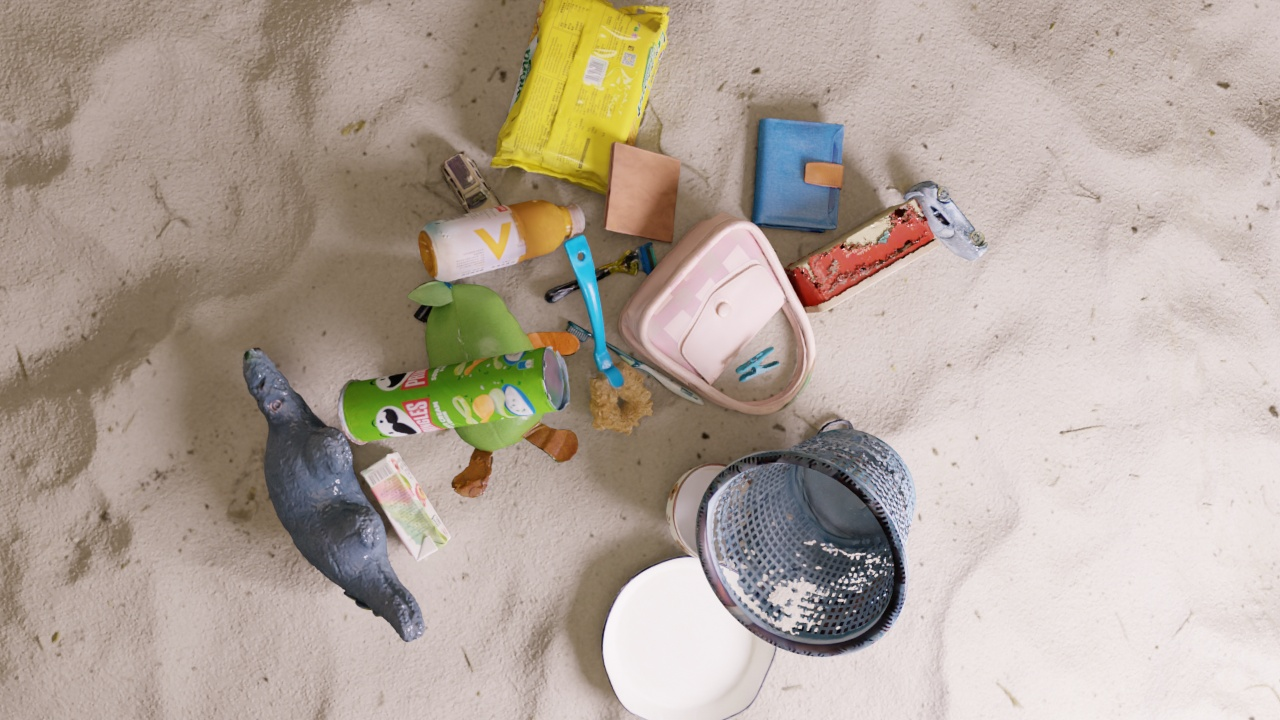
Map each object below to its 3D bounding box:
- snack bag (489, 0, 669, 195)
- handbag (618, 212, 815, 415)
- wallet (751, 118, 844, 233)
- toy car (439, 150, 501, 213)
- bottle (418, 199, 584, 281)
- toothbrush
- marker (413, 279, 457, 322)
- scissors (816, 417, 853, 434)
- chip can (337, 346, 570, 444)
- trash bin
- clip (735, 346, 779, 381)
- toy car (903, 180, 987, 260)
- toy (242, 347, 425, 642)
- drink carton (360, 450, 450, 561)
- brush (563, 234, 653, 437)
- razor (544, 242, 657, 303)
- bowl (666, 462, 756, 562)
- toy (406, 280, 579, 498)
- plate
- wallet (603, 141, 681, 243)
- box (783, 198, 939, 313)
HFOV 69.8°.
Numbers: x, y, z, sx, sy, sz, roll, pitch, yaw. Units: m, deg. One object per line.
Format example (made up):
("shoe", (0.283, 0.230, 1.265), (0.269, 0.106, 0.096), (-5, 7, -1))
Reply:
("snack bag", (-0.066, -0.319, 1.074), (0.158, 0.068, 0.246), (16, 86, -6))
("handbag", (0.109, -0.037, 1.090), (0.234, 0.093, 0.193), (45, 84, -16))
("wallet", (0.192, -0.225, 1.118), (0.106, 0.040, 0.133), (5, 89, -2))
("toy car", (-0.197, -0.199, 1.073), (0.042, 0.035, 0.090), (-32, 95, -5))
("bottle", (-0.155, -0.142, 1.047), (0.189, 0.068, 0.068), (-18, 91, -24))
("toothbrush", (-0.007, 0.006, 1.100), (0.191, 0.016, 0.018), (31, 95, -5))
("marker", (-0.220, -0.098, 1.076), (0.022, 0.018, 0.130), (36, 86, 11))
("scissors", (0.203, 0.145, 1.123), (0.145, 0.014, 0.172), (24, 87, -4))
("chip can", (-0.197, 0.037, 0.969), (0.236, 0.072, 0.072), (-10, 90, 13))
("trash bin", (0.202, 0.175, 1.003), (0.227, 0.194, 0.227), (10, 110, 29))
("clip", (0.135, 0.005, 1.067), (0.056, 0.014, 0.041), (-28, 111, -16))
("toy car", (0.375, -0.169, 1.128), (0.036, 0.054, 0.120), (-45, 95, -9))
("toy", (-0.344, 0.152, 1.002), (0.091, 0.138, 0.356), (-28, 86, -37))
("drink carton", (-0.269, 0.167, 1.048), (0.045, 0.053, 0.122), (-31, 92, -5))
("brush", (-0.042, -0.021, 1.029), (0.083, 0.046, 0.255), (-28, 123, -23))
("razor", (-0.049, -0.101, 1.094), (0.142, 0.022, 0.043), (-23, 128, -6))
("bowl", (0.078, 0.178, 1.076), (0.113, 0.062, 0.113), (4, 80, -22))
("toy", (-0.174, 0.020, 1.044), (0.227, 0.090, 0.246), (-19, 87, 5))
("plate", (0.055, 0.331, 1.086), (0.205, 0.045, 0.205), (0, 88, -6))
("wallet", (0.003, -0.194, 1.068), (0.115, 0.020, 0.101), (5, 92, -47))
("box", (0.257, -0.130, 1.094), (0.168, 0.091, 0.079), (-30, 96, -6))
